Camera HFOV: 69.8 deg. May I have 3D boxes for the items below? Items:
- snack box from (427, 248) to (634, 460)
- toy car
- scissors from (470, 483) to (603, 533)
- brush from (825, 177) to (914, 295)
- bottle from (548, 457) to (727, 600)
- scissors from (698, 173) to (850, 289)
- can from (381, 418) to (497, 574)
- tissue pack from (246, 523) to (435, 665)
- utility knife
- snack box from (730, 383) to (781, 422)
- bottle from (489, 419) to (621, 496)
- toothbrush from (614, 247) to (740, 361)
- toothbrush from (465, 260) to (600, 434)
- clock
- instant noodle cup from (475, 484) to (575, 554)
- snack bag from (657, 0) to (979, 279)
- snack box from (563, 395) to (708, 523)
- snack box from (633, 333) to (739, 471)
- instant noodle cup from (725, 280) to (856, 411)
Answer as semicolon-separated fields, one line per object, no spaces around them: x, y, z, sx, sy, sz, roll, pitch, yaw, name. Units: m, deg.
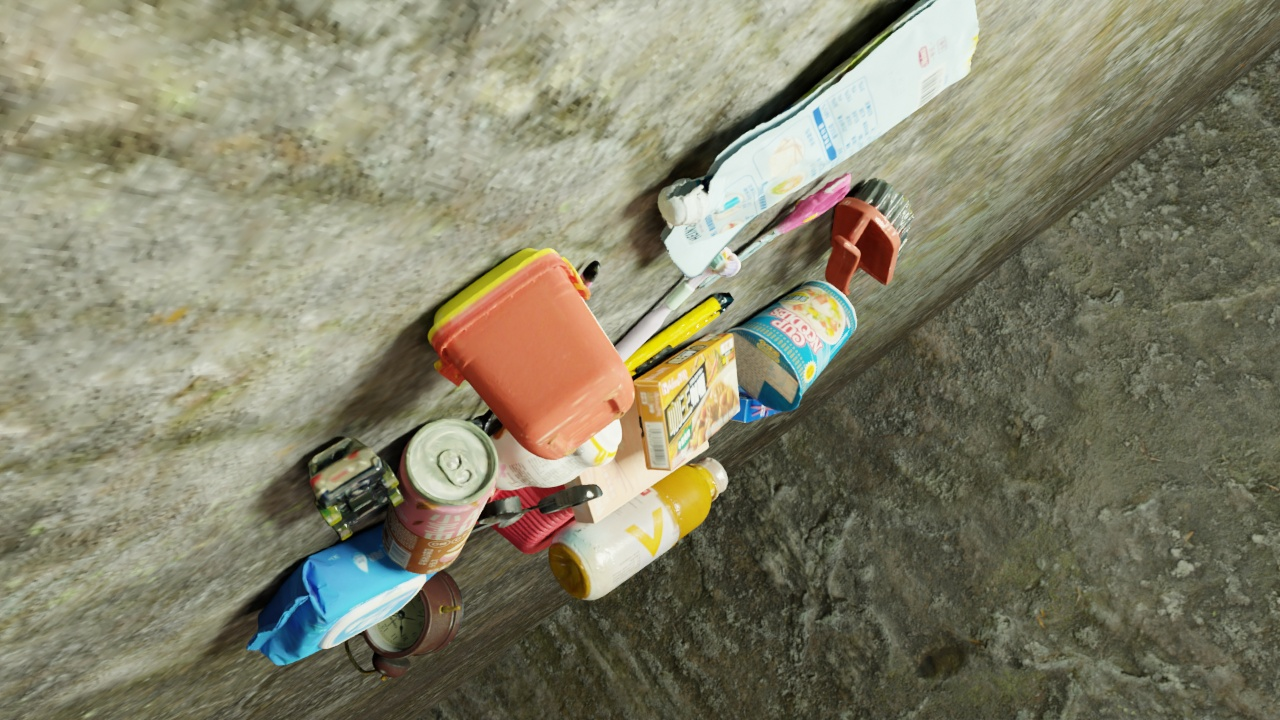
-0.049;0.002;0.445;0.082;0.080;0.091;-35;168;-3;snack box
-0.157;0.070;0.502;0.042;0.035;0.091;-31;167;-19;toy car
-0.095;0.118;0.694;0.171;0.014;0.159;-17;166;14;scissors
0.183;-0.097;0.756;0.069;0.063;0.146;-50;166;-1;brush
0.004;0.145;0.833;0.189;0.068;0.068;-28;165;-36;bottle
0.096;-0.091;0.666;0.138;0.017;0.077;-36;177;18;scissors
-0.132;0.092;0.594;0.057;0.058;0.148;-29;166;-31;can
-0.204;0.164;0.677;0.156;0.052;0.095;-20;160;-52;tissue pack
-0.004;0.004;0.722;0.193;0.015;0.033;-35;165;-3;utility knife
0.096;0.042;0.989;0.157;0.085;0.026;-4;102;-67;snack box
-0.070;0.059;0.638;0.108;0.063;0.063;-26;170;15;bottle
-0.002;-0.015;0.653;0.190;0.029;0.021;-43;-156;31;toothbrush
-0.072;0.003;0.542;0.017;0.014;0.190;-8;150;-42;toothbrush
-0.218;0.236;0.833;0.122;0.082;0.055;-40;163;9;clock
-0.068;0.114;0.838;0.193;0.066;0.194;-34;167;-9;instant noodle cup
0.089;-0.117;0.489;0.191;0.039;0.110;-36;173;5;snack bag
-0.006;0.067;0.783;0.026;0.084;0.156;-4;-164;45;snack box
0.043;0.031;0.775;0.026;0.075;0.153;0;-164;28;snack box
0.150;-0.021;0.895;0.109;0.099;0.099;-41;170;-26;instant noodle cup
